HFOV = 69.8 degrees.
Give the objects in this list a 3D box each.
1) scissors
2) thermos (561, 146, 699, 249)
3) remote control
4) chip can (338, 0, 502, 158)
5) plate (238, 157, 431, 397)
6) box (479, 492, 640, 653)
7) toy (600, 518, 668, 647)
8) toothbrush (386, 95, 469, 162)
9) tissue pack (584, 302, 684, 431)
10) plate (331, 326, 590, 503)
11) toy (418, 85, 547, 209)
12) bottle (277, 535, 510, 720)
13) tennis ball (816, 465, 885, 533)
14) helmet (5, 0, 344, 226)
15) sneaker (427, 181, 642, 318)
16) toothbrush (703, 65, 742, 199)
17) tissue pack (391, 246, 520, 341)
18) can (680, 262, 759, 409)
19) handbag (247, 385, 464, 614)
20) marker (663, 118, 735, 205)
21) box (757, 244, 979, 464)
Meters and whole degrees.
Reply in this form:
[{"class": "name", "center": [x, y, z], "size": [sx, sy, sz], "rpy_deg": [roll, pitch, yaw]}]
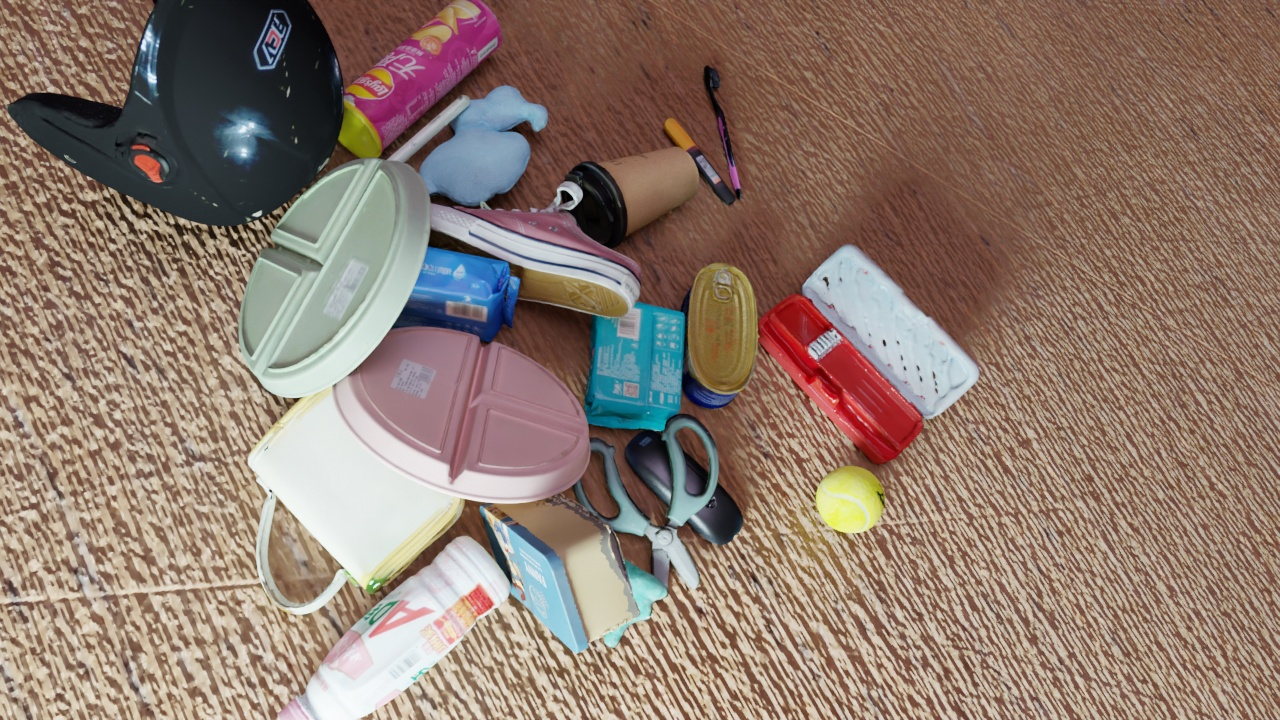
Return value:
[{"class": "scissors", "center": [0.027, 0.126, 0.852], "size": [0.172, 0.019, 0.176], "rpy_deg": [-36, 80, -5]}, {"class": "thermos", "center": [-0.009, -0.178, 0.969], "size": [0.143, 0.093, 0.093], "rpy_deg": [-28, 76, -32]}, {"class": "remote control", "center": [0.043, 0.119, 0.879], "size": [0.136, 0.024, 0.053], "rpy_deg": [42, 63, 6]}, {"class": "chip can", "center": [-0.236, -0.302, 0.970], "size": [0.071, 0.072, 0.210], "rpy_deg": [36, 61, 3]}, {"class": "plate", "center": [-0.271, -0.079, 0.793], "size": [0.027, 0.231, 0.229], "rpy_deg": [33, 51, -47]}, {"class": "box", "center": [-0.066, 0.161, 0.736], "size": [0.063, 0.184, 0.090], "rpy_deg": [-22, 103, -22]}, {"class": "toy", "center": [-0.022, 0.202, 0.820], "size": [0.092, 0.030, 0.096], "rpy_deg": [29, 68, 1]}, {"class": "toothbrush", "center": [-0.244, -0.213, 0.938], "size": [0.189, 0.020, 0.029], "rpy_deg": [-45, 43, -18]}, {"class": "tissue pack", "center": [-0.005, 0.005, 0.903], "size": [0.093, 0.050, 0.133], "rpy_deg": [10, 64, -12]}, {"class": "plate", "center": [-0.146, 0.037, 0.791], "size": [0.229, 0.028, 0.229], "rpy_deg": [20, 27, -11]}, {"class": "toy", "center": [-0.165, -0.220, 0.962], "size": [0.161, 0.050, 0.156], "rpy_deg": [-21, 59, -11]}, {"class": "bottle", "center": [-0.198, 0.228, 0.742], "size": [0.196, 0.068, 0.068], "rpy_deg": [-40, 81, -22]}, {"class": "tennis ball", "center": [0.204, 0.135, 0.892], "size": [0.065, 0.066, 0.065], "rpy_deg": [6, 65, -13]}, {"class": "helmet", "center": [-0.372, -0.240, 0.798], "size": [0.230, 0.275, 0.233], "rpy_deg": [30, 64, -30]}, {"class": "sneaker", "center": [-0.105, -0.115, 0.889], "size": [0.241, 0.118, 0.087], "rpy_deg": [16, 63, 13]}, {"class": "toothbrush", "center": [0.100, -0.270, 1.081], "size": [0.017, 0.014, 0.189], "rpy_deg": [1, 66, -28]}, {"class": "tissue pack", "center": [-0.193, -0.067, 0.861], "size": [0.157, 0.095, 0.052], "rpy_deg": [9, 63, -9]}, {"class": "can", "center": [0.078, -0.025, 0.940], "size": [0.074, 0.049, 0.148], "rpy_deg": [8, 64, -12]}, {"class": "handbag", "center": [-0.259, 0.122, 0.783], "size": [0.163, 0.063, 0.178], "rpy_deg": [44, 77, 7]}, {"class": "marker", "center": [0.067, -0.227, 1.051], "size": [0.018, 0.015, 0.124], "rpy_deg": [-34, 81, -24]}, {"class": "box", "center": [0.236, -0.007, 0.970], "size": [0.160, 0.063, 0.201], "rpy_deg": [-41, 81, -8]}]
